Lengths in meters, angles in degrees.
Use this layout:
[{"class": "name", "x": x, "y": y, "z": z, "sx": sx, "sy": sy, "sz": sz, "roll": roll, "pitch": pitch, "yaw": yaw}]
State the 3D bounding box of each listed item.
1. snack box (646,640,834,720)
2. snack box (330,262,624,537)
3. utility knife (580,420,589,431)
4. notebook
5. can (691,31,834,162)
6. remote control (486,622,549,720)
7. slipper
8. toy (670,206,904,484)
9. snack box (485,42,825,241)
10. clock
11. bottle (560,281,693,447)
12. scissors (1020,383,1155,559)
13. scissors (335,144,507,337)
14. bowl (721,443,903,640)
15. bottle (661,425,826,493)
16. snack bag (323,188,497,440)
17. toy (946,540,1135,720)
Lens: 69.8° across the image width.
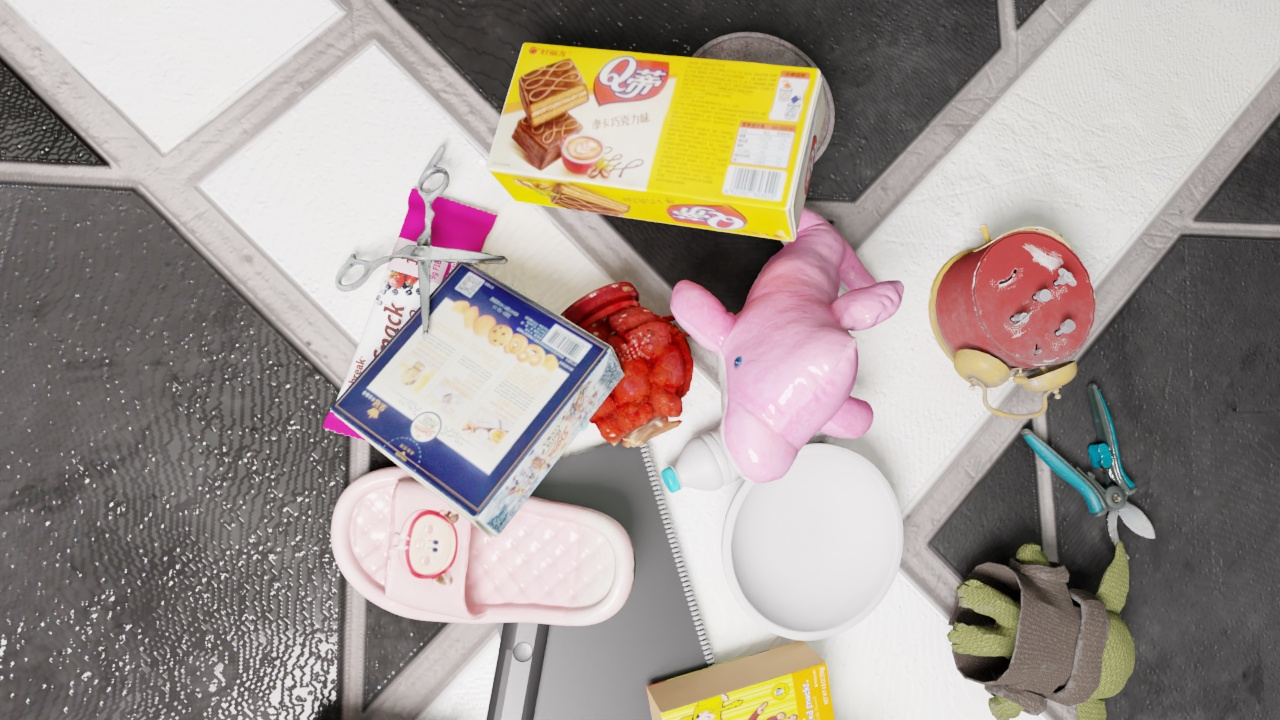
[{"class": "snack box", "x": 0.076, "y": 0.271, "z": 0.674, "sx": 0.125, "sy": 0.040, "sz": 0.088, "roll": -12, "pitch": 100, "yaw": -13}, {"class": "snack box", "x": -0.112, "y": 0.021, "z": 0.631, "sx": 0.144, "sy": 0.043, "sz": 0.144, "roll": 31, "pitch": 74, "yaw": 25}, {"class": "utility knife", "x": -0.118, "y": 0.039, "z": 0.694, "sx": 0.165, "sy": 0.015, "sz": 0.022, "roll": 3, "pitch": 75, "yaw": -9}, {"class": "notebook", "x": -0.036, "y": 0.176, "z": 0.691, "sx": 0.149, "sy": 0.016, "sz": 0.206, "roll": -16, "pitch": 85, "yaw": -12}, {"class": "can", "x": 0.089, "y": -0.199, "z": 0.751, "sx": 0.130, "sy": 0.044, "sz": 0.130, "roll": 2, "pitch": 77, "yaw": -9}, {"class": "remote control", "x": -0.084, "y": 0.205, "z": 0.662, "sx": 0.033, "sy": 0.015, "sz": 0.146, "roll": 11, "pitch": 81, "yaw": -8}, {"class": "slipper", "x": -0.113, "y": 0.135, "z": 0.641, "sx": 0.222, "sy": 0.055, "sz": 0.106, "roll": 7, "pitch": 84, "yaw": 9}, {"class": "toy", "x": 0.126, "y": -0.028, "z": 0.664, "sx": 0.186, "sy": 0.128, "sz": 0.264, "roll": 35, "pitch": 46, "yaw": -16}, {"class": "snack box", "x": 0.012, "y": -0.164, "z": 0.679, "sx": 0.230, "sy": 0.061, "sz": 0.110, "roll": 11, "pitch": 79, "yaw": 17}, {"class": "clock", "x": 0.312, "y": -0.031, "z": 0.757, "sx": 0.117, "sy": 0.081, "sz": 0.158, "roll": 5, "pitch": 81, "yaw": -11}, {"class": "bottle", "x": -0.004, "y": 0.004, "z": 0.687, "sx": 0.098, "sy": 0.099, "sz": 0.111, "roll": -26, "pitch": 74, "yaw": -14}, {"class": "scissors", "x": 0.383, "y": 0.093, "z": 0.786, "sx": 0.124, "sy": 0.019, "sz": 0.155, "roll": 4, "pitch": 80, "yaw": -10}, {"class": "scissors", "x": -0.161, "y": -0.089, "z": 0.672, "sx": 0.142, "sy": 0.014, "sz": 0.174, "roll": -12, "pitch": 59, "yaw": 15}, {"class": "bowl", "x": 0.127, "y": 0.136, "z": 0.711, "sx": 0.149, "sy": 0.043, "sz": 0.149, "roll": 0, "pitch": 92, "yaw": -15}, {"class": "bottle", "x": 0.080, "y": 0.066, "z": 0.715, "sx": 0.136, "sy": 0.044, "sz": 0.044, "roll": -23, "pitch": 87, "yaw": -14}, {"class": "snack bag", "x": -0.171, "y": -0.032, "z": 0.690, "sx": 0.070, "sy": 0.016, "sz": 0.196, "roll": 18, "pitch": 77, "yaw": -3}, {"class": "toy", "x": 0.315, "y": 0.218, "z": 0.723, "sx": 0.152, "sy": 0.078, "sz": 0.179, "roll": 19, "pitch": 78, "yaw": -16}]
